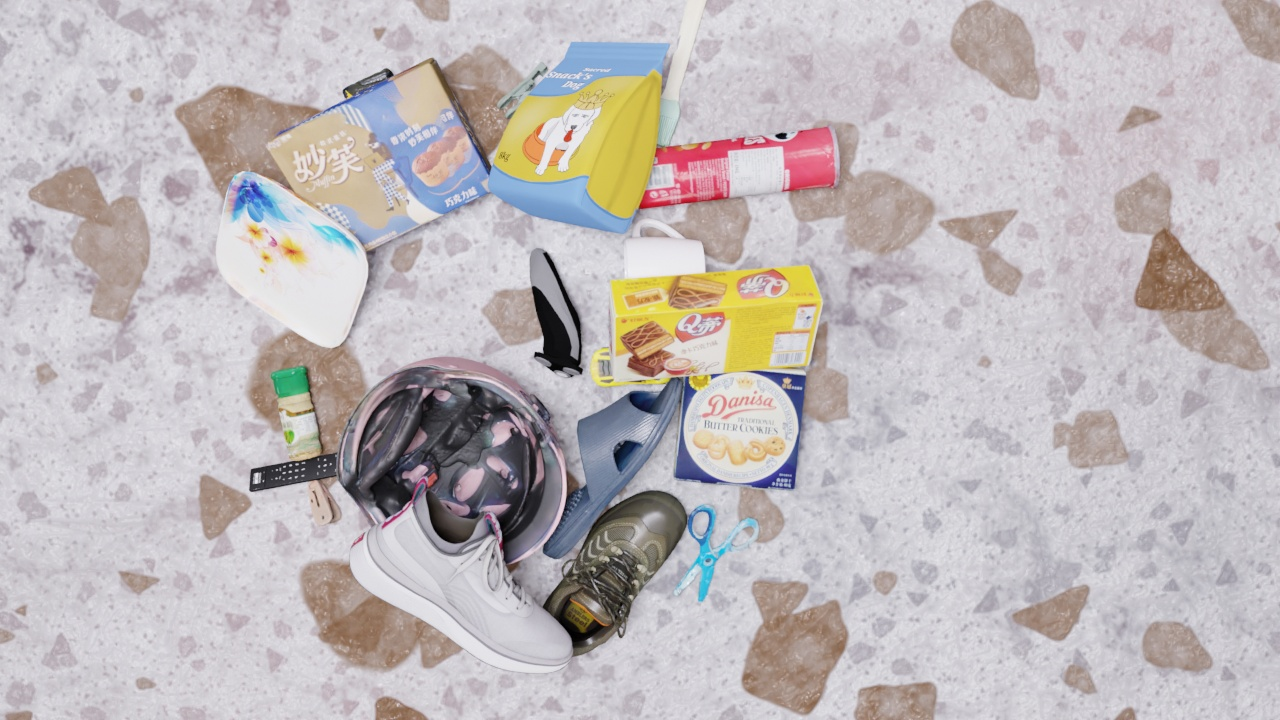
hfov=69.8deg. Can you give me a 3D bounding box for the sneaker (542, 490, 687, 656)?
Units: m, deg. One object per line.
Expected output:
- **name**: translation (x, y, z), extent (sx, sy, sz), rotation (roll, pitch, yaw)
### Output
- **sneaker**: translation (-0.041, 0.253, 1.059), extent (0.101, 0.143, 0.238), rotation (38, 94, -1)

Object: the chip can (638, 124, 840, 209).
- **chip can**: translation (0.106, -0.220, 1.055), extent (0.233, 0.073, 0.073), rotation (-6, 94, 3)

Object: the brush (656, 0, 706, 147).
- **brush**: translation (0.048, -0.357, 1.078), extent (0.033, 0.012, 0.217), rotation (15, 93, 1)

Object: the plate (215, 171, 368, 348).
- **plate**: translation (-0.401, -0.115, 1.060), extent (0.187, 0.016, 0.187), rotation (34, 130, -1)

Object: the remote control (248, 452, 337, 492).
- **remote control**: translation (-0.410, 0.134, 1.121), extent (0.140, 0.009, 0.030), rotation (-11, 60, 3)

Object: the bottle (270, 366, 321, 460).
- **bottle**: translation (-0.415, 0.064, 1.107), extent (0.043, 0.043, 0.111), rotation (-10, 95, 2)

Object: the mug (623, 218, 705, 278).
- **mug**: translation (0.026, -0.118, 1.070), extent (0.087, 0.081, 0.114), rotation (-3, 63, -3)

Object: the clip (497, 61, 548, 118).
- **clip**: translation (-0.138, -0.322, 1.080), extent (0.078, 0.023, 0.049), rotation (-26, 91, 2)

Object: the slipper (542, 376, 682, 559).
- **slipper**: translation (-0.051, 0.114, 1.067), extent (0.082, 0.101, 0.264), rotation (36, 99, -10)

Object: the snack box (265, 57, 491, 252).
- **snack box**: translation (-0.289, -0.227, 1.044), extent (0.203, 0.069, 0.155), rotation (-25, 114, 3)

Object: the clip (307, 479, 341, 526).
- **clip**: translation (-0.388, 0.175, 1.127), extent (0.024, 0.039, 0.060), rotation (-22, 70, 2)

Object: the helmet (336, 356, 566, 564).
- **helmet**: translation (-0.205, 0.112, 1.048), extent (0.255, 0.152, 0.230), rotation (35, 98, -10)

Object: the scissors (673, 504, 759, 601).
- **scissors**: translation (0.074, 0.230, 1.105), extent (0.114, 0.013, 0.140), rotation (39, 97, -25)

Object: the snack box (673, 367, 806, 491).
- **snack box**: translation (0.116, 0.076, 1.091), extent (0.144, 0.042, 0.145), rotation (5, 95, 2)

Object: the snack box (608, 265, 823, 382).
- **snack box**: translation (0.080, -0.041, 1.032), extent (0.230, 0.061, 0.110), rotation (-5, 138, -5)

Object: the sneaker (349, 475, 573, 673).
- **sneaker**: translation (-0.165, 0.228, 0.969), extent (0.263, 0.096, 0.129), rotation (36, 106, -12)

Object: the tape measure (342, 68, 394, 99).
- **tape measure**: translation (-0.309, -0.300, 1.078), extent (0.065, 0.037, 0.064), rotation (-24, 93, 5)

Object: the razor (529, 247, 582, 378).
- **razor**: translation (-0.103, -0.057, 1.084), extent (0.060, 0.057, 0.156), rotation (-5, 86, -26)

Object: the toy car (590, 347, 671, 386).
- **toy car**: translation (-0.006, 0.006, 1.097), extent (0.107, 0.030, 0.049), rotation (-4, 93, 1)

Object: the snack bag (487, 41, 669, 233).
- **snack bag**: translation (-0.060, -0.257, 1.014), extent (0.159, 0.102, 0.205), rotation (18, 87, 40)
